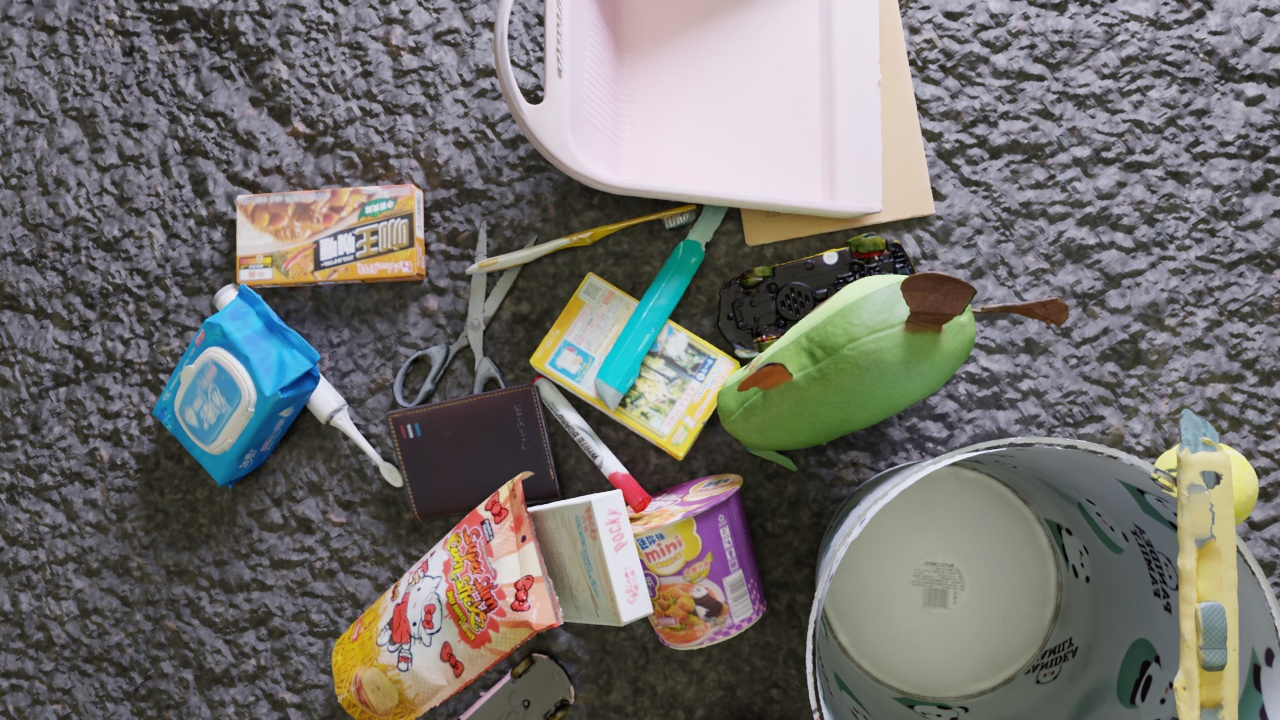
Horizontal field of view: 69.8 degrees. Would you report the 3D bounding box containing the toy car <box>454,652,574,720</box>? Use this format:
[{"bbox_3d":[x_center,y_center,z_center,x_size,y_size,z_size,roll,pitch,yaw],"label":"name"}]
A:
[{"bbox_3d":[-0.105,0.280,0.712,0.122,0.037,0.056,-40,86,-9],"label":"toy car"}]

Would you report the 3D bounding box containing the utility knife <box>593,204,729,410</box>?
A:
[{"bbox_3d":[0.021,-0.052,0.699,0.029,0.013,0.205,29,73,7],"label":"utility knife"}]

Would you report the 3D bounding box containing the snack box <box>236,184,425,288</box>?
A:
[{"bbox_3d":[-0.254,-0.101,0.752,0.154,0.026,0.075,-2,87,6],"label":"snack box"}]

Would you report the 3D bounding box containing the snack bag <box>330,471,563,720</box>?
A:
[{"bbox_3d":[-0.139,0.184,0.670,0.208,0.073,0.128,-42,42,24],"label":"snack bag"}]

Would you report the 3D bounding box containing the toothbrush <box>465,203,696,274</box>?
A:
[{"bbox_3d":[-0.047,-0.093,0.730,0.191,0.016,0.018,-16,91,2],"label":"toothbrush"}]

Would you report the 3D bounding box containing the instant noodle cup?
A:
[{"bbox_3d":[0.037,0.148,0.671,0.111,0.111,0.099,-19,95,5],"label":"instant noodle cup"}]

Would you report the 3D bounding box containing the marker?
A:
[{"bbox_3d":[-0.040,0.060,0.694,0.017,0.017,0.145,-46,57,2],"label":"marker"}]

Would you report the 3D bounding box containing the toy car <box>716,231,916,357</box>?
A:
[{"bbox_3d":[0.133,-0.048,0.697,0.156,0.041,0.071,-15,85,4],"label":"toy car"}]

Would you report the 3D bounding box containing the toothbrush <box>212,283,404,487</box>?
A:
[{"bbox_3d":[-0.267,0.023,0.747,0.026,0.026,0.221,-44,83,-6],"label":"toothbrush"}]

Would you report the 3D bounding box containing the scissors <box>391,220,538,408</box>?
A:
[{"bbox_3d":[-0.135,-0.021,0.741,0.174,0.014,0.159,-28,84,3],"label":"scissors"}]

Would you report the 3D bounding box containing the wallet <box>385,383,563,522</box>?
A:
[{"bbox_3d":[-0.130,0.074,0.723,0.122,0.020,0.096,-11,103,5],"label":"wallet"}]

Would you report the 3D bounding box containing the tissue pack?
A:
[{"bbox_3d":[-0.319,0.023,0.723,0.095,0.052,0.157,45,113,7],"label":"tissue pack"}]

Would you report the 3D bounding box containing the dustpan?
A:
[{"bbox_3d":[0.046,-0.215,0.660,0.274,0.138,0.222,-4,86,13],"label":"dustpan"}]

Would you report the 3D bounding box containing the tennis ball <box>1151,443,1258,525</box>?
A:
[{"bbox_3d":[0.397,0.089,0.647,0.065,0.065,0.065,0,87,6],"label":"tennis ball"}]

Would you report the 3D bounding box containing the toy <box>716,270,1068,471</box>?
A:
[{"bbox_3d":[0.143,0.002,0.616,0.248,0.226,0.090,-33,68,41],"label":"toy"}]

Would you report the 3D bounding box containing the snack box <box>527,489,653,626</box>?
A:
[{"bbox_3d":[-0.049,0.143,0.660,0.026,0.157,0.084,-12,84,-32],"label":"snack box"}]

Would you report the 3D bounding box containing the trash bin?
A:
[{"bbox_3d":[0.211,0.158,0.572,0.230,0.252,0.229,0,87,7],"label":"trash bin"}]

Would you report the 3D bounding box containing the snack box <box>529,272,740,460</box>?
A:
[{"bbox_3d":[-0.004,0.004,0.710,0.140,0.034,0.087,31,82,9],"label":"snack box"}]

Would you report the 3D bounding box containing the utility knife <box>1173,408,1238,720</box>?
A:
[{"bbox_3d":[0.267,0.106,0.437,0.031,0.018,0.164,1,82,-2],"label":"utility knife"}]

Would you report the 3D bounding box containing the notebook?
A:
[{"bbox_3d":[0.140,-0.203,0.721,0.148,0.008,0.207,-9,86,6],"label":"notebook"}]
